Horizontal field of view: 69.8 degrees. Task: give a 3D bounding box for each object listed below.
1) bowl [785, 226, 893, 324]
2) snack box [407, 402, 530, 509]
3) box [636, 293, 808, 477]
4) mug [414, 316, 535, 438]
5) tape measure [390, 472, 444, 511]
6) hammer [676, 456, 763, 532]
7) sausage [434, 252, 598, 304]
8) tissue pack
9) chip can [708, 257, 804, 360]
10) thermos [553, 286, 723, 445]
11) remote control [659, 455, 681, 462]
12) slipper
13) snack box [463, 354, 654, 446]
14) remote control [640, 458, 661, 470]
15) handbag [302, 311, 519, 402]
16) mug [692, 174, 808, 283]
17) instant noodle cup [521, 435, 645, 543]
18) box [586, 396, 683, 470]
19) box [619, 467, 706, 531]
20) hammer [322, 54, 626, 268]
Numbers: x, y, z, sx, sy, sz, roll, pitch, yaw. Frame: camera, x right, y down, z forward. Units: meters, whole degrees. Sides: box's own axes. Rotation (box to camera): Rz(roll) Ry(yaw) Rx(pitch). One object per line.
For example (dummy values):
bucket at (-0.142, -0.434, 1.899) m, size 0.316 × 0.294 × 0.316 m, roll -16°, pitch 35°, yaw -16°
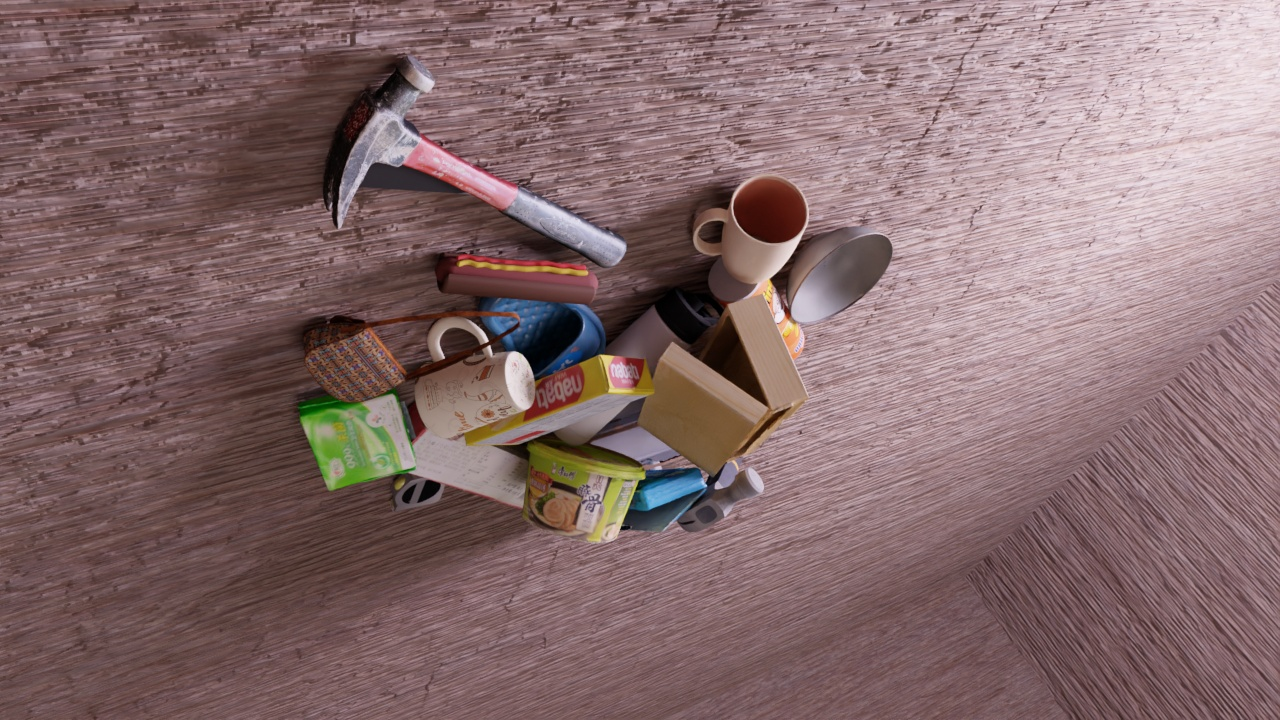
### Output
bowl at (0.230, -0.114, 1.117) m, size 0.150 × 0.056 × 0.151 m, roll -24°, pitch 149°, yaw -15°
snack box at (-0.197, 0.117, 1.088) m, size 0.077 × 0.044 × 0.273 m, roll -42°, pitch 150°, yaw 7°
box at (0.090, 0.046, 1.055) m, size 0.148 × 0.141 × 0.249 m, roll -29°, pitch 166°, yaw -14°
mug at (-0.168, 0.011, 0.910) m, size 0.097 × 0.122 × 0.080 m, roll -13°, pitch -162°, yaw 21°
tape measure at (-0.268, 0.154, 1.102) m, size 0.064 × 0.016 × 0.065 m, roll -8°, pitch 143°, yaw -35°
hammer at (0.123, 0.144, 1.268) m, size 0.140 × 0.035 × 0.311 m, roll -37°, pitch -176°, yaw 21°
sausage at (-0.112, -0.076, 0.847) m, size 0.155 × 0.040 × 0.040 m, roll 3°, pitch 137°, yaw -25°
tissue pack at (-0.280, 0.075, 0.919) m, size 0.099 × 0.034 × 0.114 m, roll -14°, pitch 125°, yaw -10°
chip can at (0.145, -0.059, 1.117) m, size 0.062 × 0.062 × 0.210 m, roll -36°, pitch 150°, yaw 7°
thermos at (-0.006, 0.006, 1.078) m, size 0.230 × 0.068 × 0.101 m, roll -42°, pitch 159°, yaw 16°
remote control at (0.068, 0.129, 1.377) m, size 0.124 × 0.010 × 0.039 m, roll -25°, pitch 149°, yaw -10°
slipper at (-0.093, -0.024, 0.957) m, size 0.104 × 0.059 × 0.214 m, roll -34°, pitch 149°, yaw 0°
snack box at (-0.092, 0.046, 0.986) m, size 0.201 × 0.042 × 0.092 m, roll -22°, pitch 166°, yaw 30°
remote control at (0.015, 0.161, 1.342) m, size 0.022 × 0.050 × 0.133 m, roll -51°, pitch 155°, yaw -19°
handbag at (-0.205, -0.020, 0.837) m, size 0.196 × 0.043 × 0.093 m, roll -15°, pitch 143°, yaw 6°
mug at (0.111, -0.133, 0.970) m, size 0.111 × 0.085 × 0.104 m, roll 3°, pitch 156°, yaw -3°
instant noodle cup at (-0.074, 0.154, 1.096) m, size 0.146 × 0.146 × 0.098 m, roll 13°, pitch 92°, yaw -51°
box at (0.019, 0.079, 1.224) m, size 0.216 × 0.063 × 0.157 m, roll -16°, pitch 139°, yaw -25°
box at (-0.004, 0.188, 1.232) m, size 0.090 × 0.066 × 0.244 m, roll -17°, pitch 179°, yaw -26°
hammer at (-0.122, -0.134, 0.793) m, size 0.141 × 0.036 × 0.325 m, roll -44°, pitch 148°, yaw 18°
